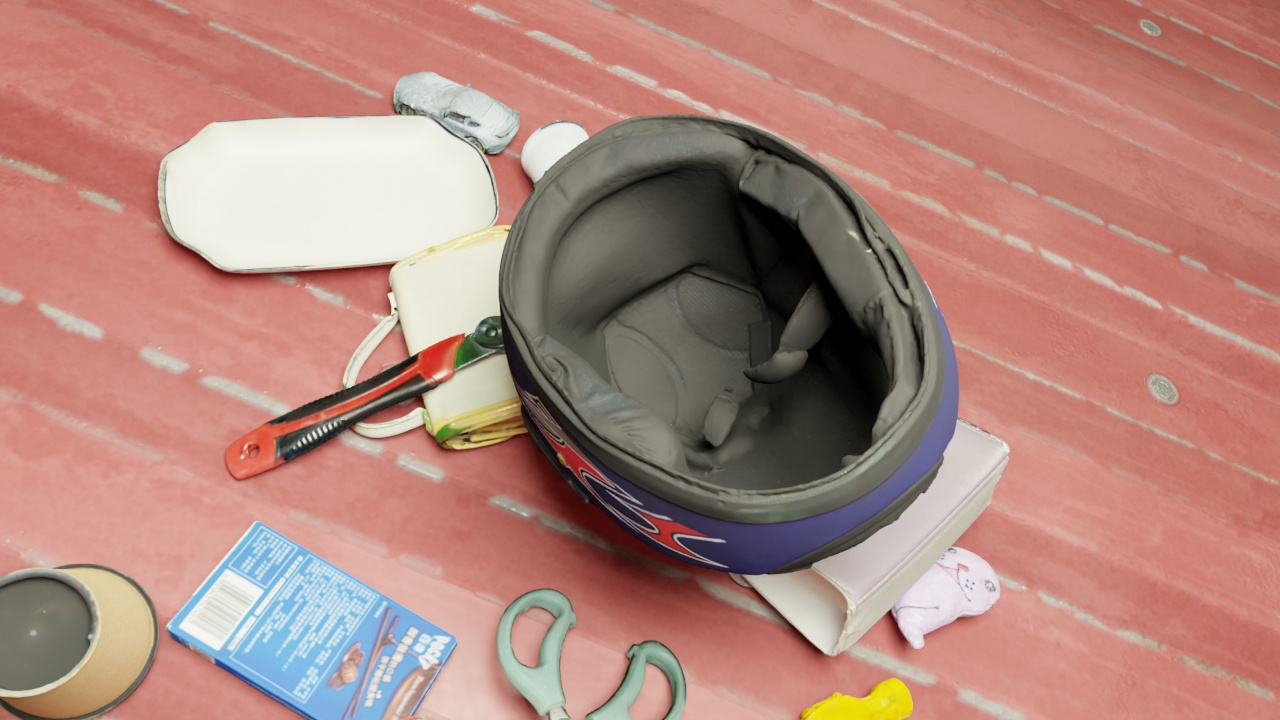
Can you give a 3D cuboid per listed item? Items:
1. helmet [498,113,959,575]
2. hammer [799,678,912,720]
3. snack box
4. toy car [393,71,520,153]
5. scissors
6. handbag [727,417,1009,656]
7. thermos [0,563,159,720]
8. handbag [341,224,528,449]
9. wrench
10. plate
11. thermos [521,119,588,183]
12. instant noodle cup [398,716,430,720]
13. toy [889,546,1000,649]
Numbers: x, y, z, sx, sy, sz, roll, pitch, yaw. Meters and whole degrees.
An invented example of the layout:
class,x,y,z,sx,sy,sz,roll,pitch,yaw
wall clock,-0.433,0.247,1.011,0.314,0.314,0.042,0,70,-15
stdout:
class,x,y,z,sx,sy,sz,roll,pitch,yaw
helmet,0.057,0.010,0.568,0.247,0.240,0.315,-36,52,-3
hammer,0.180,0.364,0.583,0.128,0.033,0.300,-13,63,-23
snack box,-0.206,0.178,0.587,0.157,0.026,0.084,30,55,3
toy car,-0.172,-0.235,0.858,0.120,0.037,0.054,24,55,2
scissors,-0.024,0.219,0.583,0.169,0.019,0.177,19,26,-17
handbag,0.160,0.107,0.701,0.196,0.099,0.145,-32,56,-30
thermos,-0.321,0.152,0.505,0.093,0.144,0.093,7,68,-19
handbag,-0.148,-0.008,0.713,0.178,0.063,0.163,-18,64,-10
wrench,-0.171,0.009,0.667,0.273,0.016,0.056,-31,66,-12
plate,-0.254,-0.135,0.768,0.265,0.034,0.162,-8,62,-22
thermos,-0.030,-0.111,0.780,0.073,0.073,0.224,-15,55,-25
instant noodle cup,-0.101,0.313,0.500,0.189,0.079,0.164,33,55,7
toy,0.229,0.177,0.715,0.107,0.039,0.084,-14,42,-22
